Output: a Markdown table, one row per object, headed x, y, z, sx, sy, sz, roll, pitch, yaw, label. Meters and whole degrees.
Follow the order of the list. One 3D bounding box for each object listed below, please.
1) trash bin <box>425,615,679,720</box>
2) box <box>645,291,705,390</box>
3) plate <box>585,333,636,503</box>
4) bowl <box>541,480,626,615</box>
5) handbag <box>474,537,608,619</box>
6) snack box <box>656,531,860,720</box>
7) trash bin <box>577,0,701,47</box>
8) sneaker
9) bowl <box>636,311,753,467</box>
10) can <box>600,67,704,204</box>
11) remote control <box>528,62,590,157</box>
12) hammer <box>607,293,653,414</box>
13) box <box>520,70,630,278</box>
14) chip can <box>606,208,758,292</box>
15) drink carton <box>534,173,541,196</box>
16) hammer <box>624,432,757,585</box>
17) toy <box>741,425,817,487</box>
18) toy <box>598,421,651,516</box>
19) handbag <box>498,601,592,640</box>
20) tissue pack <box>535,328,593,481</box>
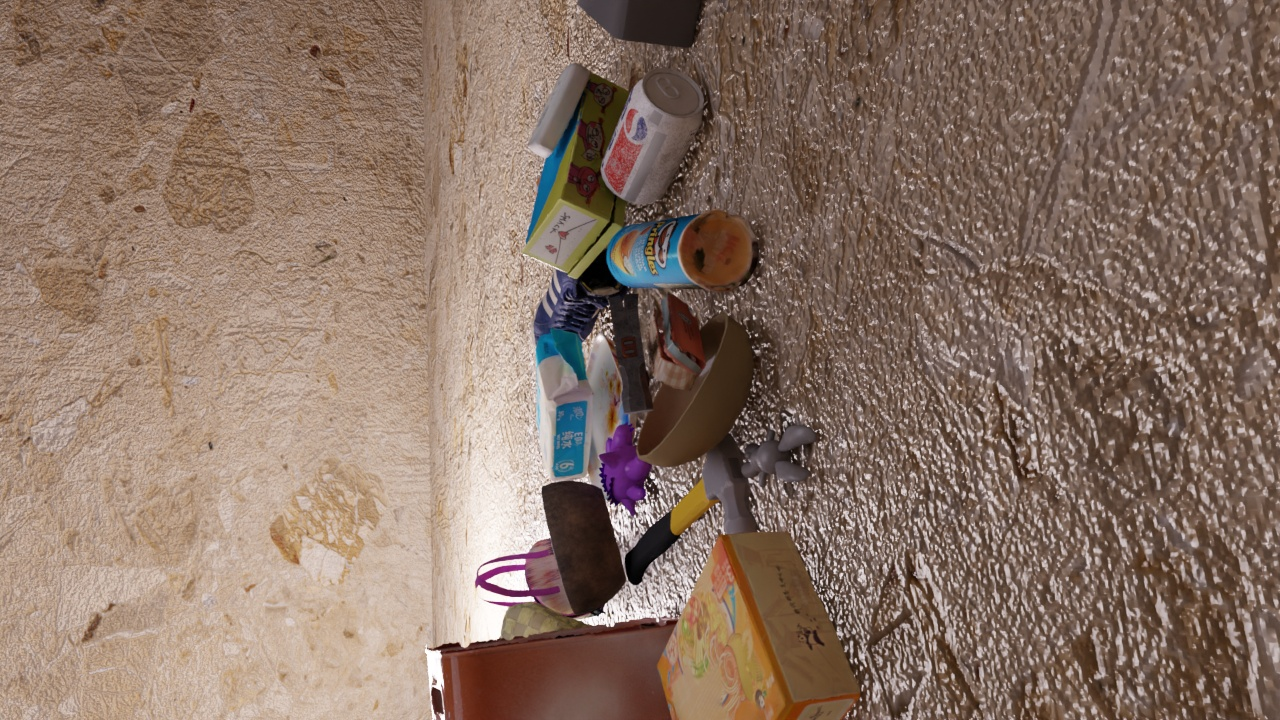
| x | y | z | sx | sy | sz | roll | pitch | yaw | label |
| --- | --- | --- | --- | --- | --- | --- | --- | --- | --- |
| -0.079 | 0.355 | 0.935 | 0.182 | 0.259 | 0.157 | 143 | 124 | -65 | trash bin |
| 0.028 | -0.014 | 0.837 | 0.186 | 0.058 | 0.060 | -89 | -21 | -73 | box |
| -0.045 | 0.077 | 1.200 | 0.186 | 0.016 | 0.187 | -112 | 30 | -46 | plate |
| -0.066 | 0.221 | 1.118 | 0.162 | 0.070 | 0.162 | 163 | 92 | -87 | bowl |
| -0.132 | 0.288 | 1.206 | 0.144 | 0.169 | 0.068 | -118 | 34 | -53 | handbag |
| 0.091 | 0.251 | 0.733 | 0.145 | 0.080 | 0.196 | -111 | 29 | -44 | snack box |
| 0.009 | -0.466 | 0.963 | 0.191 | 0.097 | 0.220 | -119 | 34 | -53 | trash bin |
| -0.071 | -0.072 | 1.188 | 0.118 | 0.091 | 0.233 | 57 | 133 | 53 | sneaker |
| 0.057 | 0.034 | 0.826 | 0.152 | 0.050 | 0.152 | -57 | 9 | 14 | bowl |
| 0.012 | -0.234 | 0.970 | 0.136 | 0.078 | 0.078 | 122 | 143 | -55 | can |
| -0.095 | -0.293 | 1.075 | 0.114 | 0.028 | 0.060 | -67 | 21 | -5 | remote control |
| -0.005 | 0.006 | 0.927 | 0.301 | 0.028 | 0.111 | 76 | -175 | -83 | hammer |
| -0.067 | -0.224 | 1.091 | 0.125 | 0.082 | 0.220 | -44 | 30 | 47 | box |
| 0.035 | -0.105 | 0.904 | 0.230 | 0.079 | 0.080 | -164 | 76 | -70 | chip can |
| -0.099 | -0.204 | 1.281 | 0.049 | 0.076 | 0.124 | 115 | 145 | -48 | drink carton |
| 0.038 | 0.170 | 0.961 | 0.325 | 0.029 | 0.127 | 123 | 143 | -57 | hammer |
| 0.111 | 0.080 | 0.760 | 0.112 | 0.030 | 0.049 | 148 | 135 | -72 | toy |
| -0.022 | 0.132 | 1.078 | 0.106 | 0.055 | 0.088 | -127 | 28 | -45 | toy |
| -0.085 | 0.367 | 1.119 | 0.187 | 0.117 | 0.113 | 13 | 74 | 29 | handbag |
| -0.103 | 0.068 | 1.219 | 0.210 | 0.066 | 0.117 | 98 | 161 | -45 | tissue pack |
